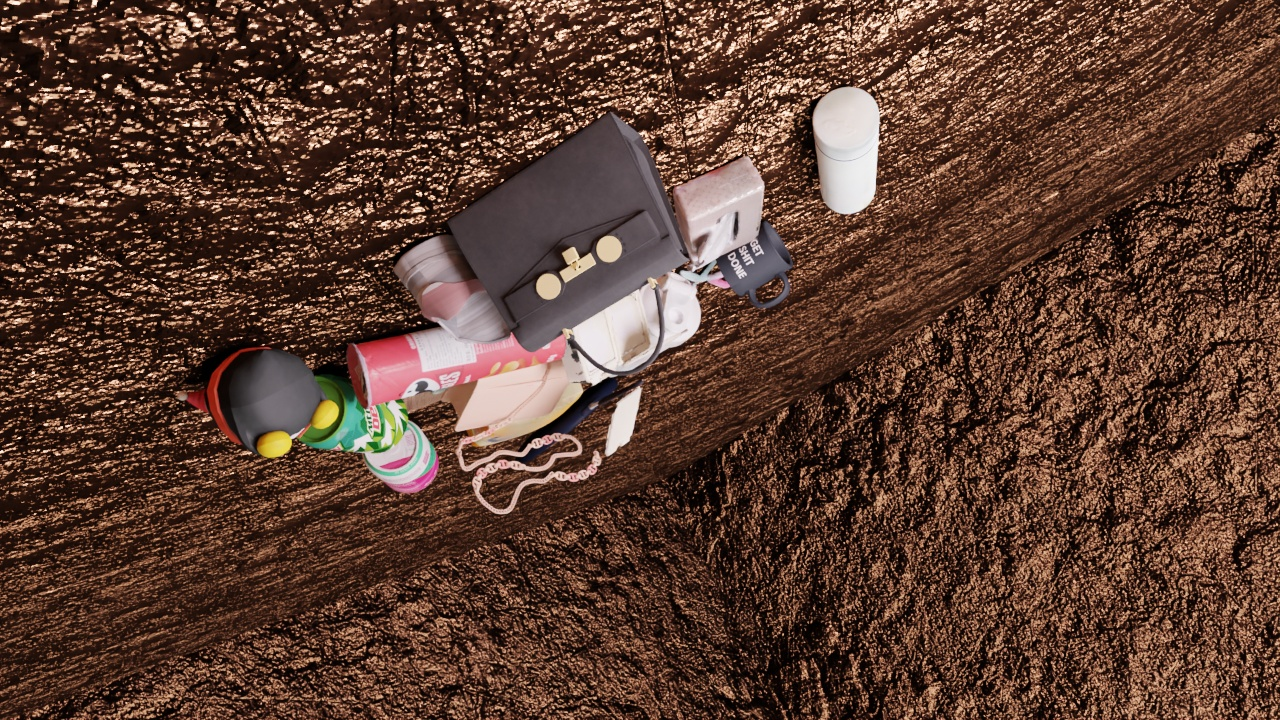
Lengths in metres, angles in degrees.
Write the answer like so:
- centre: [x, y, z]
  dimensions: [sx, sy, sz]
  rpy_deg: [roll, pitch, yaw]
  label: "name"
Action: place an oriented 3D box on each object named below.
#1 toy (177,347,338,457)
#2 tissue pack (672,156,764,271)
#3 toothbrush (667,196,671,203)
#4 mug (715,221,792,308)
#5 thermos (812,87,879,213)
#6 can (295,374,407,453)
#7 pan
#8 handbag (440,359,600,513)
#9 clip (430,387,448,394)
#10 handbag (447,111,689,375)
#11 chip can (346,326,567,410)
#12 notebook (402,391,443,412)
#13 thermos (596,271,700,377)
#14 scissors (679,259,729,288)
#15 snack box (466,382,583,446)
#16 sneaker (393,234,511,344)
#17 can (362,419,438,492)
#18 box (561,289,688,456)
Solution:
- centre: [-0.368, 0.037, 0.878]
  dimensions: [0.119, 0.100, 0.097]
  rpy_deg: [-7, -159, 36]
  label: "toy"
- centre: [0.089, -0.154, 1.044]
  dimensions: [0.104, 0.071, 0.181]
  rpy_deg: [-26, 171, -1]
  label: "tissue pack"
- centre: [-0.036, -0.113, 0.968]
  dimensions: [0.185, 0.022, 0.024]
  rpy_deg: [-44, 144, -8]
  label: "toothbrush"
- centre: [0.157, -0.120, 1.212]
  dimensions: [0.078, 0.105, 0.071]
  rpy_deg: [-31, 161, 23]
  label: "mug"
- centre: [0.228, -0.225, 1.014]
  dimensions: [0.068, 0.068, 0.230]
  rpy_deg: [-27, 166, 8]
  label: "thermos"
- centre: [-0.336, 0.063, 1.057]
  dimensions: [0.083, 0.083, 0.144]
  rpy_deg: [-27, 167, 7]
  label: "can"
- centre: [-0.081, 0.070, 1.356]
  dimensions: [0.198, 0.021, 0.357]
  rpy_deg: [-42, -173, -30]
  label: "pan"
- centre: [-0.126, 0.066, 1.138]
  dimensions: [0.198, 0.187, 0.117]
  rpy_deg: [-9, 149, -42]
  label: "handbag"
- centre: [-0.240, 0.020, 1.088]
  dimensions: [0.023, 0.047, 0.076]
  rpy_deg: [-21, 170, -21]
  label: "clip"
- centre: [-0.044, -0.077, 0.795]
  dimensions: [0.176, 0.195, 0.072]
  rpy_deg: [-29, 167, 18]
  label: "handbag"
- centre: [-0.200, -0.009, 1.021]
  dimensions: [0.232, 0.073, 0.073]
  rpy_deg: [-15, 164, -28]
  label: "chip can"
- centre: [-0.233, 0.004, 1.161]
  dimensions: [0.169, 0.022, 0.211]
  rpy_deg: [-22, 167, -19]
  label: "notebook"
- centre: [0.002, -0.046, 1.278]
  dimensions: [0.099, 0.099, 0.221]
  rpy_deg: [-18, 171, -31]
  label: "thermos"
- centre: [0.077, -0.106, 1.325]
  dimensions: [0.159, 0.014, 0.172]
  rpy_deg: [-31, 167, 23]
  label: "scissors"
- centre: [-0.176, 0.067, 1.331]
  dimensions: [0.145, 0.080, 0.196]
  rpy_deg: [-21, 175, -20]
  label: "snack box"
- centre: [-0.154, -0.053, 0.922]
  dimensions: [0.099, 0.089, 0.236]
  rpy_deg: [-29, 167, 15]
  label: "sneaker"
- centre: [-0.347, 0.138, 1.329]
  dimensions: [0.088, 0.088, 0.166]
  rpy_deg: [-23, 167, -11]
  label: "can"
- centre: [-0.006, 0.007, 1.120]
  dimensions: [0.101, 0.194, 0.143]
  rpy_deg: [-2, -161, 38]
  label: "box"
